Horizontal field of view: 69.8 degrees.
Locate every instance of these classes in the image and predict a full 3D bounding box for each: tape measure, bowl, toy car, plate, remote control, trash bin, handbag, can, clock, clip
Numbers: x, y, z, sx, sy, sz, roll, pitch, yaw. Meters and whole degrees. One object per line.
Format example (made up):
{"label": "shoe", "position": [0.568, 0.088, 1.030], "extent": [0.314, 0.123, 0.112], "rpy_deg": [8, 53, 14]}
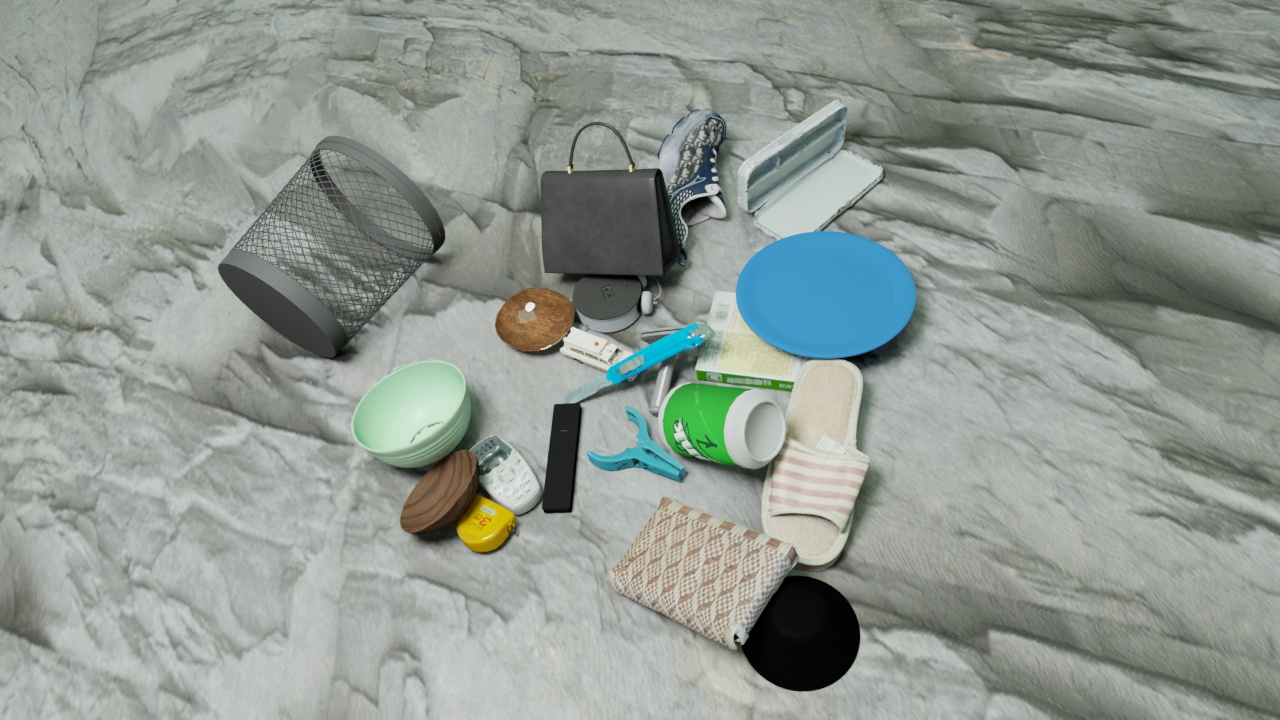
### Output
{"label": "tape measure", "position": [-0.182, 0.195, 1.070], "extent": [0.068, 0.030, 0.058], "rpy_deg": [18, 57, 30]}
{"label": "bowl", "position": [0.162, 0.267, 0.937], "extent": [0.124, 0.053, 0.123], "rpy_deg": [-5, 52, 7]}
{"label": "toy car", "position": [-0.050, -0.011, 1.198], "extent": [0.113, 0.039, 0.039], "rpy_deg": [20, 59, 24]}
{"label": "plate", "position": [0.235, -0.082, 1.174], "extent": [0.224, 0.024, 0.223], "rpy_deg": [-4, 49, 5]}
{"label": "bowl", "position": [-0.141, -0.050, 1.252], "extent": [0.114, 0.026, 0.101], "rpy_deg": [23, 66, 27]}
{"label": "remote control", "position": [-0.095, 0.117, 1.124], "extent": [0.034, 0.013, 0.149], "rpy_deg": [-3, 53, 8]}
{"label": "bowl", "position": [-0.229, 0.162, 1.084], "extent": [0.119, 0.032, 0.119], "rpy_deg": [-32, 29, 20]}
{"label": "trash bin", "position": [-0.428, -0.150, 1.271], "extent": [0.218, 0.218, 0.226], "rpy_deg": [22, 64, 25]}
{"label": "remote control", "position": [-0.165, 0.139, 1.112], "extent": [0.060, 0.028, 0.114], "rpy_deg": [-35, 54, -17]}
{"label": "handbag", "position": [0.064, 0.223, 0.976], "extent": [0.186, 0.047, 0.123], "rpy_deg": [15, 56, 42]}
{"label": "can", "position": [0.091, 0.073, 1.049], "extent": [0.140, 0.088, 0.087], "rpy_deg": [5, 48, 51]}
{"label": "clock", "position": [-0.032, -0.085, 1.255], "extent": [0.122, 0.035, 0.094], "rpy_deg": [-17, 52, -3]}
{"label": "clip", "position": [-0.002, 0.098, 1.117], "extent": [0.122, 0.033, 0.120], "rpy_deg": [-2, 49, 9]}
{"label": "bowl", "position": [-0.274, 0.077, 1.141], "extent": [0.151, 0.077, 0.150], "rpy_deg": [-11, 43, 10]}
{"label": "handbag", "position": [-0.050, -0.219, 1.224], "extent": [0.176, 0.196, 0.072], "rpy_deg": [4, 27, 22]}

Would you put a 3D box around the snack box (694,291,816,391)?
{"label": "snack box", "position": [0.165, -0.024, 1.176], "extent": [0.168, 0.027, 0.131], "rpy_deg": [7, 55, 15]}

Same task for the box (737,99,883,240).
{"label": "box", "position": [0.245, -0.272, 1.303], "extent": [0.129, 0.105, 0.210], "rpy_deg": [37, 67, 28]}

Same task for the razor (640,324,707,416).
{"label": "razor", "position": [0.032, 0.014, 1.158], "extent": [0.088, 0.047, 0.116], "rpy_deg": [-5, 63, 42]}

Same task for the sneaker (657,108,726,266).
{"label": "sneaker", "position": [0.076, -0.254, 1.340], "extent": [0.132, 0.103, 0.268], "rpy_deg": [28, 62, 11]}

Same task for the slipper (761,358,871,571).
{"label": "slipper", "position": [0.204, 0.106, 1.042], "extent": [0.115, 0.052, 0.262], "rpy_deg": [7, 61, 17]}

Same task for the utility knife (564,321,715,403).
{"label": "utility knife", "position": [-0.007, 0.007, 1.145], "extent": [0.221, 0.015, 0.031], "rpy_deg": [-29, 65, 19]}
